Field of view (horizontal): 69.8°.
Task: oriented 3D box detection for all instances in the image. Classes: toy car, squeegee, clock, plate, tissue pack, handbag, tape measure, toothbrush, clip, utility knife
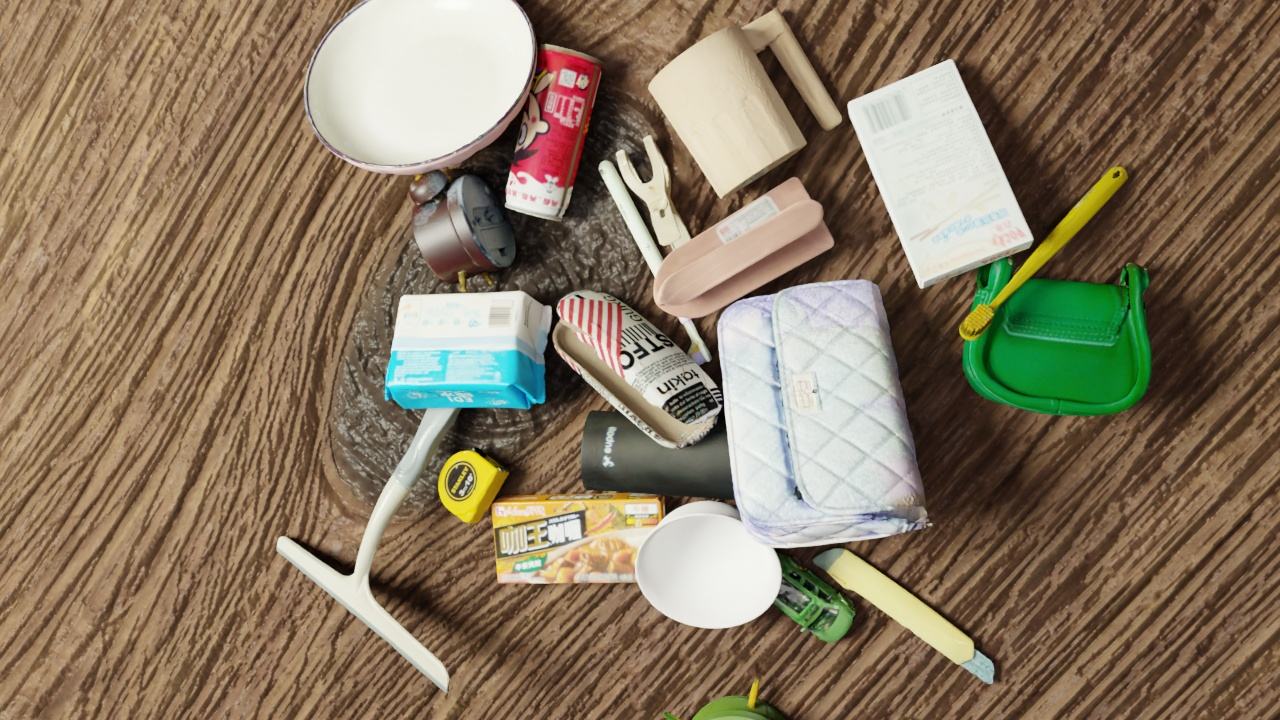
[{"bbox_3d":[0.139,0.203,0.778,0.091,0.036,0.043,35,101,0],"label":"toy car"},{"bbox_3d":[-0.208,0.116,0.804,0.247,0.039,0.246,26,90,31],"label":"squeegee"},{"bbox_3d":[-0.151,-0.119,0.762,0.055,0.082,0.122,-20,96,19],"label":"clock"},{"bbox_3d":[-0.173,-0.225,0.741,0.192,0.039,0.192,-4,66,8],"label":"plate"},{"bbox_3d":[-0.146,-0.005,0.775,0.140,0.063,0.089,-1,67,10],"label":"tissue pack"},{"bbox_3d":[0.314,-0.019,0.695,0.131,0.068,0.120,5,92,11],"label":"handbag"},{"bbox_3d":[0.131,0.039,0.689,0.134,0.076,0.193,-8,64,6],"label":"handbag"},{"bbox_3d":[-0.149,0.109,0.814,0.057,0.029,0.060,32,93,30],"label":"tape measure"},{"bbox_3d":[0.298,-0.082,0.673,0.190,0.017,0.016,-43,68,-14],"label":"toothbrush"},{"bbox_3d":[0.014,-0.135,0.752,0.034,0.060,0.097,-27,81,12],"label":"clip"},{"bbox_3d":[0.225,0.213,0.771,0.178,0.019,0.031,37,107,10],"label":"utility knife"},{"bbox_3d":[0.094,0.366,0.799,0.116,0.056,0.161,-25,93,13],"label":"clock"},{"bbox_3d":[0.011,-0.082,0.769,0.020,0.029,0.189,-27,92,-29],"label":"toothbrush"}]

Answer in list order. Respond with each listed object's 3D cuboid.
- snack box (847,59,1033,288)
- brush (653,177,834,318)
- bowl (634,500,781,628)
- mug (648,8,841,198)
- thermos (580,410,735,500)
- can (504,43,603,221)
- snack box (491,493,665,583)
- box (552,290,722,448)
[{"bbox_3d":[0.223,-0.141,0.693,0.085,0.027,0.156,-21,76,12],"label":"snack box"},{"bbox_3d":[0.075,-0.082,0.720,0.146,0.073,0.063,-29,92,3],"label":"brush"},{"bbox_3d":[0.059,0.157,0.764,0.118,0.064,0.118,4,118,8],"label":"bowl"},{"bbox_3d":[0.084,-0.200,0.714,0.124,0.084,0.103,-33,93,-13],"label":"mug"},{"bbox_3d":[0.077,0.072,0.762,0.243,0.068,0.089,2,67,8],"label":"thermos"},{"bbox_3d":[-0.072,-0.184,0.751,0.053,0.053,0.133,17,101,8],"label":"can"},{"bbox_3d":[-0.053,0.157,0.811,0.154,0.026,0.075,-3,97,11],"label":"snack box"},{"bbox_3d":[-0.004,0.009,0.754,0.163,0.074,0.077,38,135,23],"label":"box"}]
